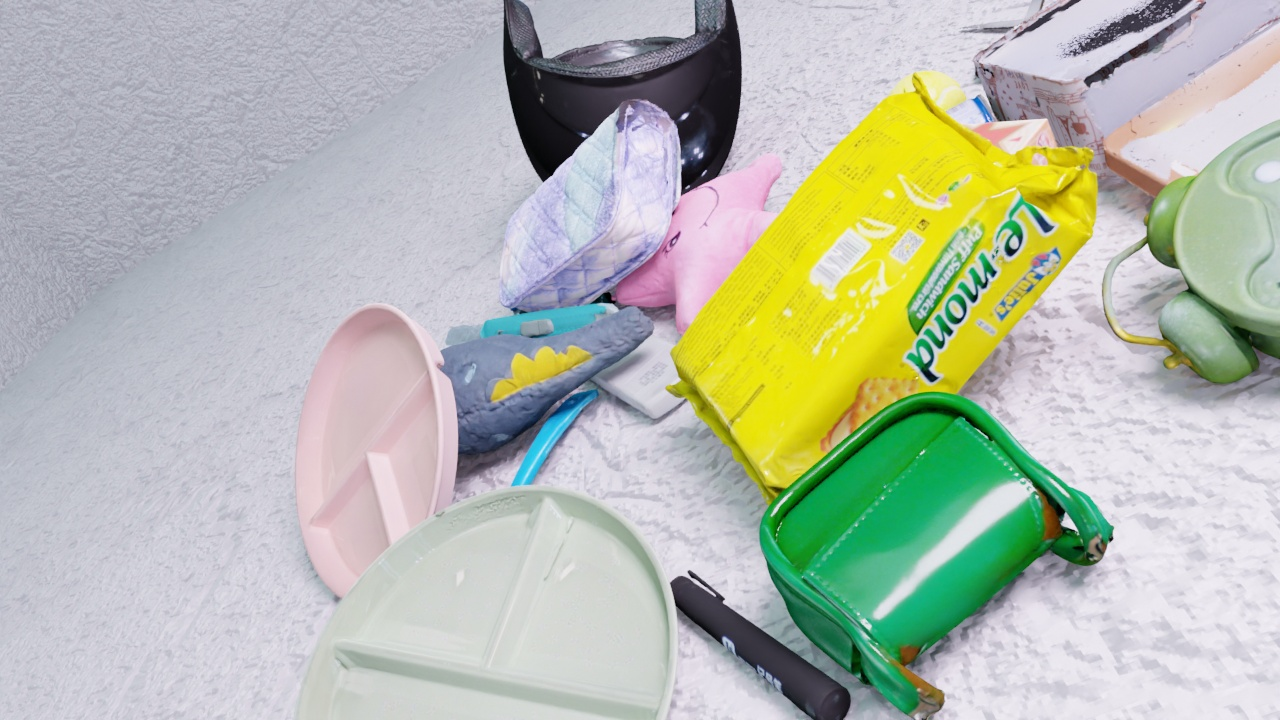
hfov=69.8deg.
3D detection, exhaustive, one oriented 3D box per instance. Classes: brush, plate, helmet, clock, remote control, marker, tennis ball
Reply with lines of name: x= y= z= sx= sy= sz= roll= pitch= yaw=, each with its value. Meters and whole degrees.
brush: x=-0.093 y=0.101 z=0.660 sx=0.083 sy=0.046 sz=0.253 roll=-13 pitch=31 yaw=37
plate: x=-0.085 y=0.172 z=0.503 sx=0.230 sy=0.027 sz=0.229 roll=-15 pitch=47 yaw=16
helmet: x=-0.014 y=-0.261 z=0.923 sx=0.233 sy=0.230 sz=0.274 roll=-5 pitch=19 yaw=2
plate: x=-0.207 y=0.070 z=0.712 sx=0.230 sy=0.028 sz=0.229 roll=-8 pitch=79 yaw=46
clock: x=0.299 y=-0.050 z=0.424 sx=0.162 sy=0.056 sz=0.116 roll=-15 pitch=51 yaw=38
remote control: x=-0.004 y=0.004 z=0.727 sx=0.058 sy=0.021 sz=0.150 roll=-42 pitch=29 yaw=-11
marker: x=0.055 y=0.141 z=0.464 sx=0.022 sy=0.020 sz=0.132 roll=-49 pitch=30 yaw=-11
tennis ball: x=0.228 y=-0.198 z=0.735 sx=0.066 sy=0.065 sz=0.065 roll=-26 pitch=30 yaw=16

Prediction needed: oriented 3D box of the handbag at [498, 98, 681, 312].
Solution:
handbag: x=-0.046 y=-0.120 z=0.791 sx=0.194 sy=0.075 sz=0.134 roll=-30 pitch=50 yaw=47

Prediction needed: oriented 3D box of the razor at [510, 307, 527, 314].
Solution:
razor: x=-0.099 y=-0.032 z=0.870 sx=0.042 sy=0.022 sz=0.142 roll=-20 pitch=21 yaw=-3

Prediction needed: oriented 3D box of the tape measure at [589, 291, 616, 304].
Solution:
tape measure: x=-0.053 y=-0.043 z=0.846 sx=0.058 sy=0.025 sz=0.054 roll=-44 pitch=29 yaw=-14

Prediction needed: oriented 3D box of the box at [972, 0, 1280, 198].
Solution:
box: x=0.352 y=-0.179 z=0.558 sx=0.178 sy=0.088 sz=0.262 roll=-33 pitch=28 yaw=5

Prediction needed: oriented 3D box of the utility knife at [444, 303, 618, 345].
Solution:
utility knife: x=-0.096 y=-0.028 z=0.798 sx=0.193 sy=0.029 sz=0.013 roll=-6 pitch=-3 yaw=29

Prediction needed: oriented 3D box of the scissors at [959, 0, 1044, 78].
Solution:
scissors: x=0.350 y=-0.303 z=0.816 sx=0.160 sy=0.014 sz=0.176 roll=-6 pitch=39 yaw=41

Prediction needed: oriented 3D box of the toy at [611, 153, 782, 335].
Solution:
toy: x=0.048 y=-0.086 z=0.751 sx=0.179 sy=0.074 sz=0.194 roll=-31 pitch=29 yaw=23

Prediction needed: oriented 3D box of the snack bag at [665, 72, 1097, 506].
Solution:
snack bag: x=0.119 y=-0.036 z=0.516 sx=0.247 sy=0.068 sz=0.158 roll=-52 pitch=37 yaw=14

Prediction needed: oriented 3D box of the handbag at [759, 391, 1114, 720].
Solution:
handbag: x=0.129 y=0.088 z=0.425 sx=0.131 sy=0.068 sz=0.120 roll=-37 pitch=36 yaw=-5

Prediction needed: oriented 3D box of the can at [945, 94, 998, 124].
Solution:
can: x=0.203 y=-0.144 z=0.694 sx=0.135 sy=0.053 sz=0.053 roll=-26 pitch=30 yaw=17

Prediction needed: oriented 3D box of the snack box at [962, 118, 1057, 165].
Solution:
snack box: x=0.208 y=-0.095 z=0.591 sx=0.094 sy=0.077 sz=0.093 roll=-46 pitch=30 yaw=-19

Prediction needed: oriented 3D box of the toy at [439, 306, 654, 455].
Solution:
toy: x=-0.144 y=0.023 z=0.769 sx=0.357 sy=0.091 sz=0.137 roll=-10 pitch=27 yaw=46
